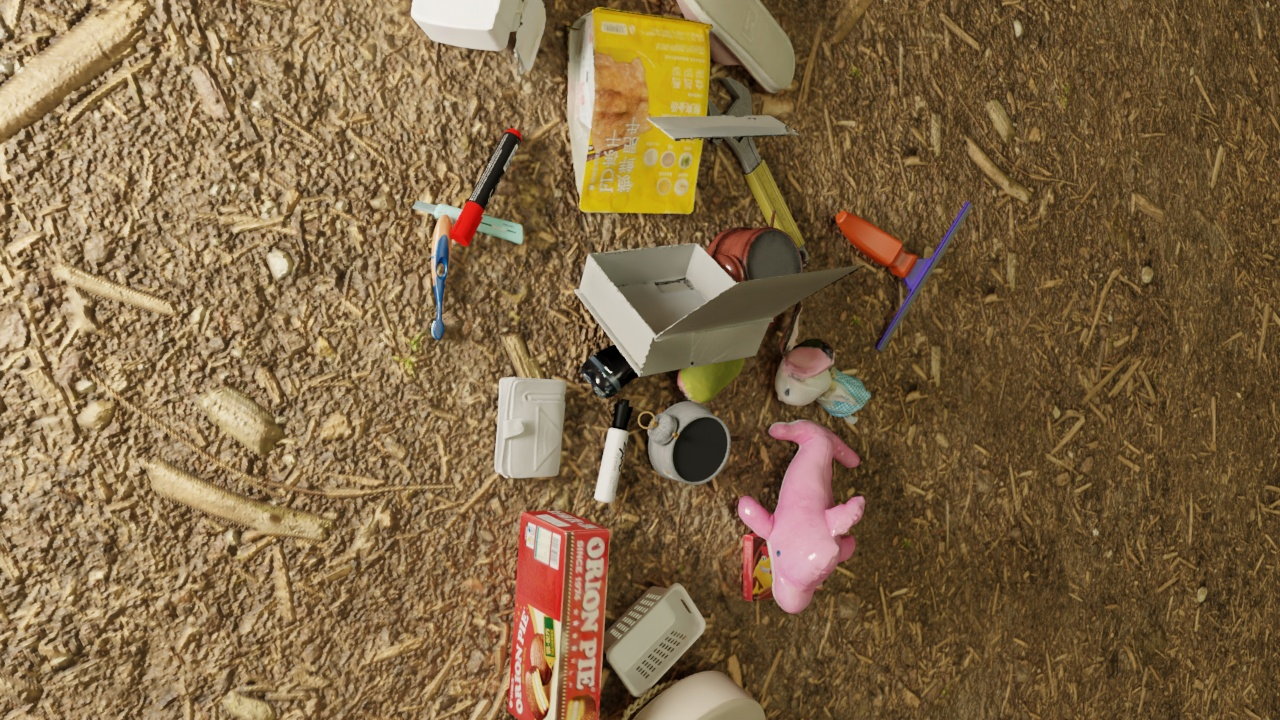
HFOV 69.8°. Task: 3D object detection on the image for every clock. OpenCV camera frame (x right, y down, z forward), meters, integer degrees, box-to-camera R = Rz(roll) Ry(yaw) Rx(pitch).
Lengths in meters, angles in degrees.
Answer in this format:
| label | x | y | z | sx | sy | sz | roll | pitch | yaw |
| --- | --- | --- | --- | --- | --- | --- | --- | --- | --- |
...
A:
| label | x | y | z | sx | sy | sz | roll | pitch | yaw |
| --- | --- | --- | --- | --- | --- | --- | --- | --- | --- |
| clock | 0.141 | -0.105 | 1.172 | 0.157 | 0.072 | 0.120 | -51 | 116 | -25 |
| clock | 0.053 | 0.100 | 1.144 | 0.147 | 0.056 | 0.104 | 31 | 85 | -34 |

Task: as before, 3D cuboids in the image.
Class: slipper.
| label | x | y | z | sx | sy | sz | roll | pitch | yaw |
| --- | --- | --- | --- | --- | --- | --- | --- | --- | --- |
| slipper | 0.105 | -0.432 | 1.143 | 0.274 | 0.055 | 0.114 | 35 | 65 | -41 |

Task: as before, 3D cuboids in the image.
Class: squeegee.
| label | x | y | z | sx | sy | sz | roll | pitch | yaw |
| --- | --- | --- | --- | --- | --- | --- | --- | --- | --- |
| squeegee | 0.346 | -0.162 | 1.314 | 0.184 | 0.055 | 0.249 | 28 | 95 | -30 |

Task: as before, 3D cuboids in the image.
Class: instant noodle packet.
| label | x | y | z | sx | sy | sz | roll | pitch | yaw |
| --- | --- | --- | --- | --- | --- | --- | --- | --- | --- |
| instant noodle packet | -0.003 | -0.285 | 1.083 | 0.162 | 0.084 | 0.222 | -5 | 101 | -32 |

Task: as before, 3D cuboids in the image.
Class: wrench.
| label | x | y | z | sx | sy | sz | roll | pitch | yaw |
| --- | --- | --- | --- | --- | --- | --- | --- | --- | --- |
| wrench | 0.160 | -0.241 | 1.214 | 0.083 | 0.018 | 0.273 | -41 | 113 | -23 |

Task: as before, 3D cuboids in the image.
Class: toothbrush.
| label | x | y | z | sx | sy | sz | roll | pitch | yaw |
| --- | --- | --- | --- | --- | --- | --- | --- | --- | --- |
| toothbrush | -0.215 | -0.089 | 0.987 | 0.021 | 0.017 | 0.135 | 3 | 92 | -35 |

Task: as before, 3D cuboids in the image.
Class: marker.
| label | x | y | z | sx | sy | sz | roll | pitch | yaw |
| --- | --- | --- | --- | --- | --- | --- | --- | --- | --- |
| marker | -0.031 | 0.109 | 1.110 | 0.025 | 0.025 | 0.126 | 15 | 85 | -32 |
| marker | -0.166 | -0.191 | 1.000 | 0.023 | 0.021 | 0.144 | 43 | 63 | -43 |

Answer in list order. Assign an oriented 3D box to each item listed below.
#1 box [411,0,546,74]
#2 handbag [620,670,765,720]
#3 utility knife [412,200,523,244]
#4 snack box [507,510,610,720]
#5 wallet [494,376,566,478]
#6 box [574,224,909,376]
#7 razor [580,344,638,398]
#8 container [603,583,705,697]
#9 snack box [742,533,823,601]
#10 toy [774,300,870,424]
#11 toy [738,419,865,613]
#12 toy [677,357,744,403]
| label | x | y | z | sx | sy | sz | roll | pitch | yaw |
| --- | --- | --- | --- | --- | --- | --- | --- | --- | --- |
| box | -0.157 | -0.376 | 0.984 | 0.124 | 0.136 | 0.108 | 12 | 87 | 9 |
| handbag | 0.063 | 0.496 | 1.127 | 0.210 | 0.103 | 0.209 | -25 | 124 | -29 |
| utility knife | -0.187 | -0.154 | 1.005 | 0.128 | 0.015 | 0.022 | 13 | 87 | -29 |
| snack box | -0.093 | 0.295 | 1.030 | 0.060 | 0.113 | 0.236 | 4 | 91 | -33 |
| wallet | -0.122 | 0.076 | 1.047 | 0.086 | 0.032 | 0.116 | -1 | 93 | -35 |
| box | 0.089 | -0.063 | 0.972 | 0.166 | 0.370 | 0.150 | -11 | 97 | -32 |
| razor | -0.007 | 0.006 | 1.109 | 0.140 | 0.053 | 0.064 | -18 | 139 | -36 |
| container | 0.010 | 0.339 | 1.134 | 0.129 | 0.050 | 0.081 | -40 | 112 | -24 |
| snack box | 0.198 | 0.279 | 1.265 | 0.132 | 0.021 | 0.089 | 0 | 91 | -32 |
| toy | 0.237 | 0.027 | 1.252 | 0.106 | 0.131 | 0.205 | -33 | 132 | 13 |
| toy | 0.235 | 0.199 | 1.209 | 0.186 | 0.128 | 0.265 | 24 | 61 | -21 |
| toy | 0.086 | 0.002 | 1.158 | 0.090 | 0.051 | 0.109 | 54 | 56 | -29 |
